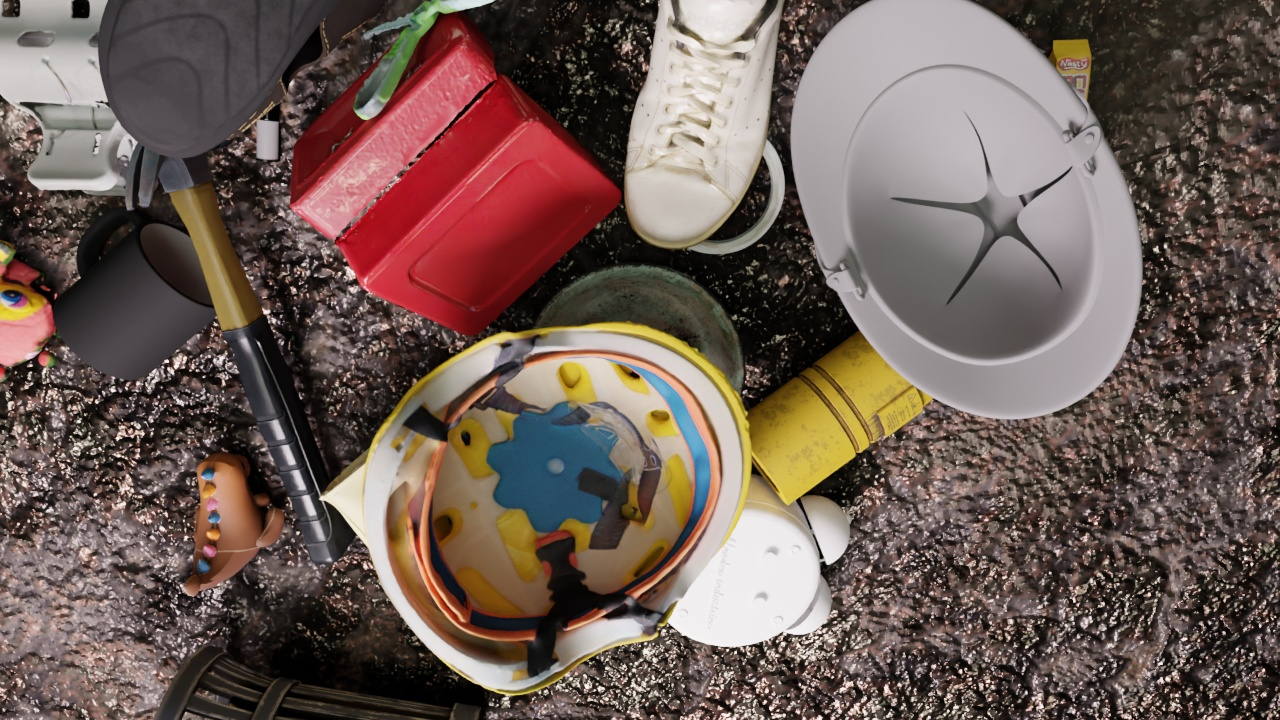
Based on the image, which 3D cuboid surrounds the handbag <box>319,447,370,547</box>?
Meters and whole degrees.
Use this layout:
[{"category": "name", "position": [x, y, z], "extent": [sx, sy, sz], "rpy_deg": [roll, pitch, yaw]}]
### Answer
[{"category": "handbag", "position": [-0.156, 0.106, 0.682], "extent": [0.111, 0.081, 0.119], "rpy_deg": [-41, 99, -10]}]

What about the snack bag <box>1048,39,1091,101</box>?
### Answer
[{"category": "snack bag", "position": [0.284, -0.163, 0.616], "extent": [0.026, 0.020, 0.099], "rpy_deg": [0, 106, 1]}]

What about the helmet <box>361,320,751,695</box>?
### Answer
[{"category": "helmet", "position": [-0.058, 0.078, 0.602], "extent": [0.239, 0.140, 0.209], "rpy_deg": [-27, 99, -13]}]

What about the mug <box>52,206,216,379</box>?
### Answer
[{"category": "mug", "position": [-0.360, -0.056, 0.654], "extent": [0.088, 0.078, 0.113], "rpy_deg": [-37, 74, 12]}]

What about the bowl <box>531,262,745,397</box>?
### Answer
[{"category": "bowl", "position": [-0.004, 0.004, 0.667], "extent": [0.157, 0.038, 0.157], "rpy_deg": [1, 106, 2]}]

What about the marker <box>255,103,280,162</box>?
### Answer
[{"category": "marker", "position": [-0.255, -0.208, 0.630], "extent": [0.016, 0.016, 0.141], "rpy_deg": [7, 106, 0]}]

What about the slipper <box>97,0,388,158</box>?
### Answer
[{"category": "slipper", "position": [-0.229, -0.241, 0.577], "extent": [0.113, 0.076, 0.267], "rpy_deg": [42, 81, -23]}]

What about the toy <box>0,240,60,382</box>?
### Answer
[{"category": "toy", "position": [-0.470, -0.039, 0.675], "extent": [0.084, 0.046, 0.103], "rpy_deg": [-15, 101, 13]}]

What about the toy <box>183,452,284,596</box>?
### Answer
[{"category": "toy", "position": [-0.318, 0.120, 0.685], "extent": [0.070, 0.102, 0.090], "rpy_deg": [2, 113, 3]}]

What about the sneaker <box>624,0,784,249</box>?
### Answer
[{"category": "sneaker", "position": [0.047, -0.186, 0.567], "extent": [0.089, 0.102, 0.241], "rpy_deg": [13, 99, 1]}]

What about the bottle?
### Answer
[{"category": "bottle", "position": [0.149, 0.026, 0.642], "extent": [0.164, 0.071, 0.071], "rpy_deg": [-36, 102, -2]}]

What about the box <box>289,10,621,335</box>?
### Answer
[{"category": "box", "position": [-0.119, -0.115, 0.609], "extent": [0.157, 0.153, 0.168], "rpy_deg": [-39, 121, 12]}]

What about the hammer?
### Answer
[{"category": "hammer", "position": [-0.272, -0.002, 0.651], "extent": [0.025, 0.117, 0.333], "rpy_deg": [-9, 111, 10]}]

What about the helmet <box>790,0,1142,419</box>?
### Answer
[{"category": "helmet", "position": [0.217, -0.102, 0.592], "extent": [0.184, 0.117, 0.271], "rpy_deg": [-31, 82, 39]}]

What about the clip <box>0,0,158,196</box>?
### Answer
[{"category": "clip", "position": [-0.374, -0.184, 0.625], "extent": [0.125, 0.072, 0.143], "rpy_deg": [1, 99, 5]}]

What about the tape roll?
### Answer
[{"category": "tape roll", "position": [0.054, -0.121, 0.642], "extent": [0.093, 0.013, 0.093], "rpy_deg": [1, 107, 3]}]

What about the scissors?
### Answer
[{"category": "scissors", "position": [-0.129, -0.213, 0.563], "extent": [0.174, 0.171, 0.022], "rpy_deg": [-15, 141, 42]}]

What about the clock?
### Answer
[{"category": "clock", "position": [0.071, 0.152, 0.680], "extent": [0.161, 0.072, 0.125], "rpy_deg": [6, 113, -6]}]

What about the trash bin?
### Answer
[{"category": "trash bin", "position": [-0.245, 0.325, 0.713], "extent": [0.227, 0.164, 0.164], "rpy_deg": [11, 106, -4]}]
